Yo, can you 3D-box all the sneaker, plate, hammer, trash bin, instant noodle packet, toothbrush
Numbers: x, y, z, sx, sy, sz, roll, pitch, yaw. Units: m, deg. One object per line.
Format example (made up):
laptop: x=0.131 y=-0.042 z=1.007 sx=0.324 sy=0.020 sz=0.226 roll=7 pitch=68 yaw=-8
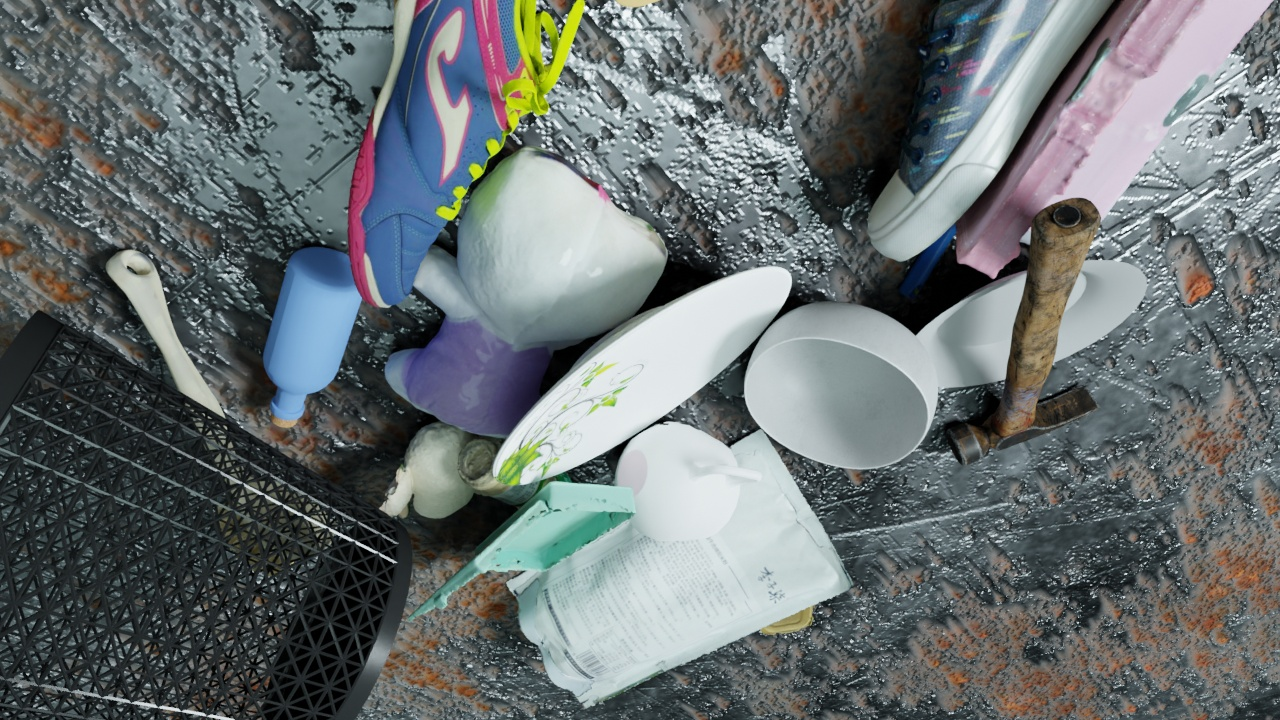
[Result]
sneaker: x=0.195 y=-0.172 z=0.543 sx=0.079 sy=0.087 sz=0.236 roll=28 pitch=115 yaw=-6
plate: x=0.274 y=-0.030 z=0.669 sx=0.172 sy=0.019 sz=0.173 roll=-9 pitch=152 yaw=-5
plate: x=-0.003 y=0.003 z=0.600 sx=0.229 sy=0.030 sz=0.230 roll=-32 pitch=165 yaw=-10
hammer: x=0.277 y=-0.012 z=0.629 sx=0.120 sy=0.033 sz=0.330 roll=-23 pitch=151 yaw=5
trash bin: x=-0.284 y=0.125 z=0.539 sx=0.243 sy=0.216 sz=0.217 roll=31 pitch=116 yaw=-28
sneaker: x=-0.095 y=-0.129 z=0.486 sx=0.091 sy=0.116 sz=0.242 roll=15 pitch=117 yaw=-10
instant noodle packet: x=0.026 y=0.183 z=0.774 sx=0.270 sy=0.057 sz=0.147 roll=-31 pitch=90 yaw=15
toothbrush: x=0.230 y=-0.120 z=0.619 sx=0.016 sy=0.017 sz=0.190 roll=10 pitch=125 yaw=-23

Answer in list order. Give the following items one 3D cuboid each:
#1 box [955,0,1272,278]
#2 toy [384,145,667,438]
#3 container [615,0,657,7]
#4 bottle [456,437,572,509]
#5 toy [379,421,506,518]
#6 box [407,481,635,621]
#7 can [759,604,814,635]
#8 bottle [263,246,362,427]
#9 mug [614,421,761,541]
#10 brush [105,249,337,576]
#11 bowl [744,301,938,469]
box: x=0.282 y=-0.164 z=0.552 sx=0.172 sy=0.075 sz=0.234 roll=-14 pitch=141 yaw=-47
toy: x=-0.080 y=-0.032 z=0.589 sx=0.137 sy=0.085 sz=0.210 roll=22 pitch=126 yaw=-24
container: x=0.062 y=-0.242 z=0.397 sx=0.183 sy=0.166 sz=0.129 roll=-14 pitch=129 yaw=1
bottle: x=-0.092 y=0.088 z=0.682 sx=0.043 sy=0.042 sz=0.110 roll=-30 pitch=149 yaw=12
toy: x=-0.148 y=0.083 z=0.681 sx=0.112 sy=0.050 sz=0.087 roll=-14 pitch=133 yaw=-28
box: x=-0.097 y=0.142 z=0.685 sx=0.137 sy=0.056 sz=0.188 roll=-10 pitch=160 yaw=-33
can: x=0.124 y=0.191 z=0.815 sx=0.054 sy=0.059 sz=0.100 roll=-8 pitch=129 yaw=-5
bottle: x=-0.219 y=-0.008 z=0.601 sx=0.048 sy=0.048 sz=0.131 roll=16 pitch=123 yaw=-22
mug: x=0.034 y=0.089 z=0.686 sx=0.076 sy=0.090 sz=0.124 roll=16 pitch=159 yaw=-35
brush: x=-0.291 y=0.045 z=0.631 sx=0.077 sy=0.062 sz=0.273 roll=-16 pitch=125 yaw=-3
bowl: x=0.146 y=0.011 z=0.659 sx=0.132 sy=0.064 sz=0.132 roll=16 pitch=139 yaw=14
